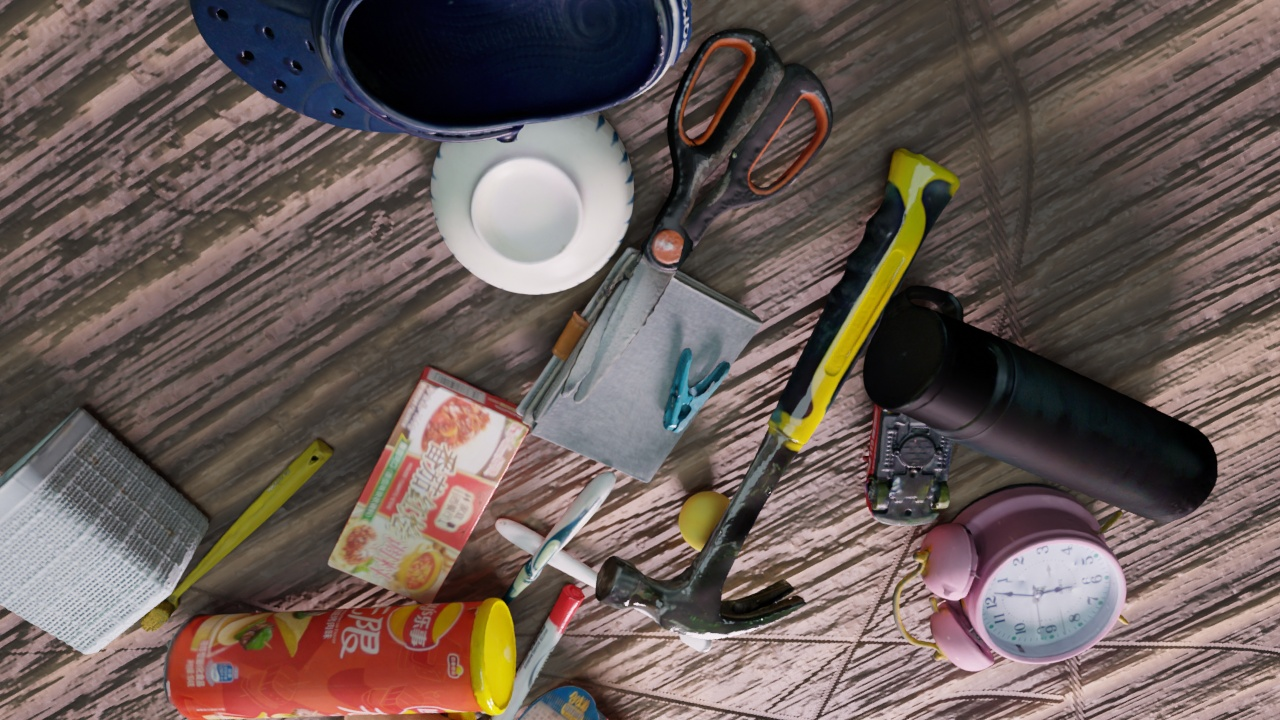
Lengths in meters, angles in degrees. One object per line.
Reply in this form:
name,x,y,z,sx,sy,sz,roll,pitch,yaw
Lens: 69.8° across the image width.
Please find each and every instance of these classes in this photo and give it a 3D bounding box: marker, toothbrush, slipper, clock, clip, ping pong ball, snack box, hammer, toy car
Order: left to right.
toothbrush,-0.270,0.119,0.608,0.190,0.016,0.015,-42,109,13
slipper,-0.103,-0.147,0.431,0.253,0.095,0.105,5,128,18
snack box,-0.138,0.084,0.596,0.075,0.025,0.153,27,108,-13
marker,-0.079,0.221,0.662,0.017,0.017,0.145,24,109,-13
toothbrush,-0.072,0.141,0.616,0.016,0.018,0.192,33,115,-11
toothbrush,-0.024,0.155,0.640,0.180,0.016,0.016,33,108,-13
clip,0.030,0.020,0.554,0.034,0.013,0.055,22,108,-25
ping pong ball,0.045,0.107,0.608,0.040,0.040,0.040,-1,113,-3
hammer,0.099,0.030,0.558,0.126,0.032,0.323,24,99,-20
toy car,0.173,0.048,0.589,0.053,0.045,0.121,2,107,-3
clock,0.250,0.154,0.630,0.158,0.059,0.117,-13,112,4

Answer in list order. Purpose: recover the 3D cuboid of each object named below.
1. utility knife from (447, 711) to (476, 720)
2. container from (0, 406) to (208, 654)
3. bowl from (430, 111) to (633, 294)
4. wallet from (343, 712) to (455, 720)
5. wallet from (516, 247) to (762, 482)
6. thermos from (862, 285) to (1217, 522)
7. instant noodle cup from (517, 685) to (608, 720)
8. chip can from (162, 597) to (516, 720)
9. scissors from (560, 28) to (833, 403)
utility knife,-0.130,0.260,0.672,0.015,0.033,0.177,-27,124,-39
container,-0.342,0.107,0.562,0.090,0.089,0.111,-37,112,12
bowl,-0.060,-0.088,0.507,0.116,0.066,0.116,-1,112,-3
wallet,-0.171,0.297,0.672,0.101,0.020,0.115,18,117,8
wallet,-0.003,0.003,0.565,0.106,0.037,0.130,26,109,-25
thermos,0.242,0.024,0.548,0.242,0.089,0.069,22,148,-27
instant noodle cup,-0.035,0.308,0.665,0.099,0.099,0.110,-37,119,12
chip can,-0.193,0.196,0.600,0.217,0.073,0.073,-4,113,9
scissors,0.035,-0.067,0.512,0.139,0.022,0.235,11,96,-16
